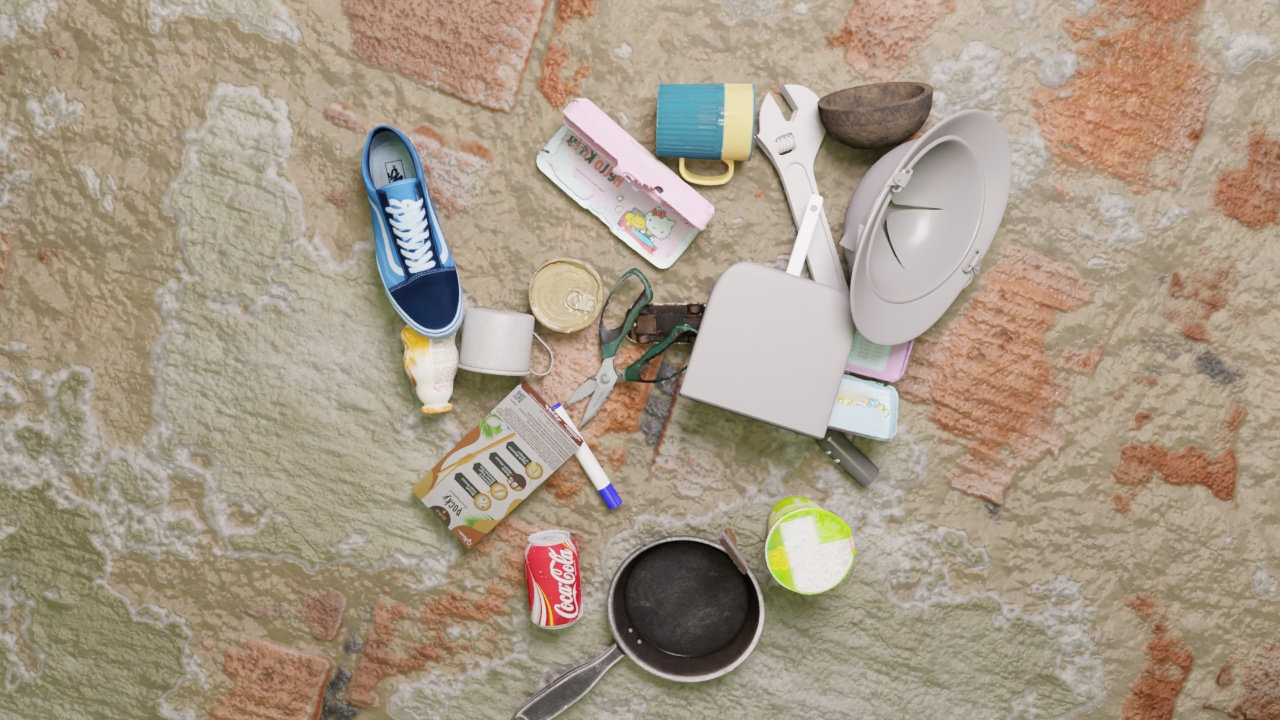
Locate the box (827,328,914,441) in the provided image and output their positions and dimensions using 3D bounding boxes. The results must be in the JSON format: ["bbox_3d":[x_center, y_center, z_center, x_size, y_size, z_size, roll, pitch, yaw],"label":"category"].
[{"bbox_3d":[0.192,0.001,1.030,0.214,0.049,0.149,15,77,-1],"label":"box"}]

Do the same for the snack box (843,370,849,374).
[{"bbox_3d":[0.178,-0.020,1.069,0.141,0.031,0.051,29,97,-3],"label":"snack box"}]

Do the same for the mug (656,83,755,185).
[{"bbox_3d":[0.071,-0.251,1.023,0.107,0.083,0.114,1,125,1],"label":"mug"}]

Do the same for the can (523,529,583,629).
[{"bbox_3d":[-0.104,0.260,1.094,0.064,0.064,0.105,-5,97,1],"label":"can"}]

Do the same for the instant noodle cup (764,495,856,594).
[{"bbox_3d":[0.187,0.204,1.060,0.099,0.108,0.099,0,97,1],"label":"instant noodle cup"}]

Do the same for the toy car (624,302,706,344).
[{"bbox_3d":[0.036,-0.044,1.068,0.113,0.040,0.048,2,98,19],"label":"toy car"}]

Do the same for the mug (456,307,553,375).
[{"bbox_3d":[-0.152,-0.020,1.057,0.113,0.084,0.070,4,96,-29],"label":"mug"}]

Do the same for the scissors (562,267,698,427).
[{"bbox_3d":[-0.005,0.011,1.062,0.147,0.015,0.210,30,107,11],"label":"scissors"}]

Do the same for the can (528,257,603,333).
[{"bbox_3d":[-0.085,-0.076,1.061,0.086,0.043,0.086,0,98,1],"label":"can"}]

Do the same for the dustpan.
[{"bbox_3d":[0.157,-0.060,1.003,0.163,0.033,0.257,18,89,0],"label":"dustpan"}]

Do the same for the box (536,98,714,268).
[{"bbox_3d":[-0.022,-0.193,1.031,0.202,0.086,0.103,40,108,-4],"label":"box"}]

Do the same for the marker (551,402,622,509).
[{"bbox_3d":[-0.066,0.114,1.097,0.020,0.020,0.141,-31,96,4],"label":"marker"}]

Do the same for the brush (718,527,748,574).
[{"bbox_3d":[0.104,0.208,1.044,0.008,0.143,0.045,-36,87,3],"label":"brush"}]

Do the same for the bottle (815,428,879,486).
[{"bbox_3d":[0.231,0.100,1.085,0.113,0.030,0.030,43,96,-4],"label":"bottle"}]

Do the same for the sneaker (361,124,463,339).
[{"bbox_3d":[-0.258,-0.142,1.002,0.083,0.098,0.241,-16,84,-6],"label":"sneaker"}]

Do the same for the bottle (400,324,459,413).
[{"bbox_3d":[-0.242,0.006,1.065,0.063,0.063,0.109,-4,97,1],"label":"bottle"}]

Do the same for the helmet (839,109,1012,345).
[{"bbox_3d":[0.284,-0.153,1.012,0.183,0.118,0.271,35,87,-35],"label":"helmet"}]

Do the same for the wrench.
[{"bbox_3d":[0.200,-0.179,1.053,0.086,0.018,0.273,-22,100,-9],"label":"wrench"}]

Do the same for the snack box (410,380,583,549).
[{"bbox_3d":[-0.169,0.124,1.083,0.186,0.031,0.101,-43,93,12],"label":"snack box"}]

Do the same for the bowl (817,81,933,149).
[{"bbox_3d":[0.257,-0.261,1.000,0.121,0.121,0.056,-10,116,2],"label":"bowl"}]

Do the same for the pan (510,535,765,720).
[{"bbox_3d":[-0.014,0.343,1.110,0.357,0.055,0.187,-36,96,12],"label":"pan"}]
